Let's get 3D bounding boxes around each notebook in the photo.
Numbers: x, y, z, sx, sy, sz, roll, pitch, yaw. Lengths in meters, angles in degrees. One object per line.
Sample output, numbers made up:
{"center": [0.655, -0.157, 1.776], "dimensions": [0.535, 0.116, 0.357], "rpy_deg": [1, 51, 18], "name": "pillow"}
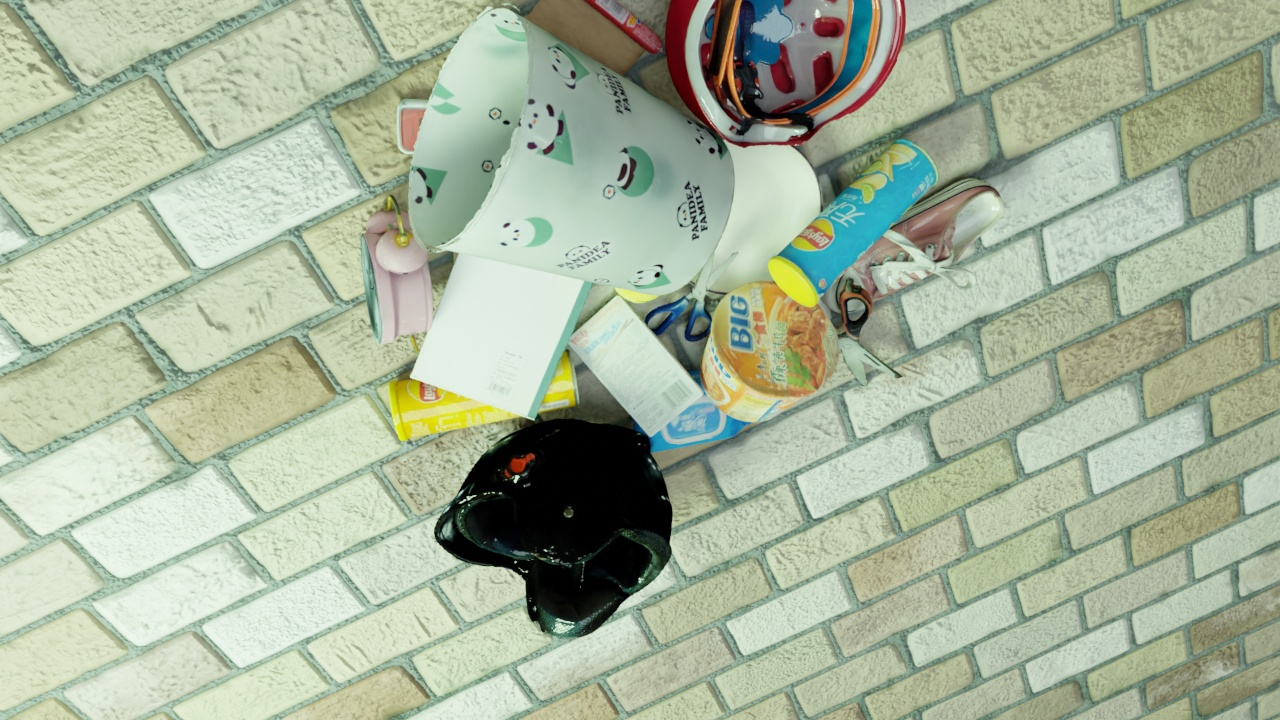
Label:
{"center": [-0.147, -0.050, 1.014], "dimensions": [0.150, 0.012, 0.209], "rpy_deg": [21, 100, -17], "name": "notebook"}

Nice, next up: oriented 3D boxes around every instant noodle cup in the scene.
{"center": [0.142, -0.002, 1.078], "dimensions": [0.151, 0.151, 0.112], "rpy_deg": [0, 155, -13], "name": "instant noodle cup"}

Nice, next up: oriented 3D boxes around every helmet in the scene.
{"center": [0.127, -0.328, 0.912], "dimensions": [0.239, 0.144, 0.207], "rpy_deg": [-13, 120, -24], "name": "helmet"}
{"center": [-0.094, 0.180, 1.086], "dimensions": [0.275, 0.229, 0.234], "rpy_deg": [9, 141, 5], "name": "helmet"}

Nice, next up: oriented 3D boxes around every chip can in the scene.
{"center": [-0.181, 0.040, 1.074], "dimensions": [0.213, 0.072, 0.072], "rpy_deg": [-10, 120, -7], "name": "chip can"}
{"center": [0.241, -0.156, 1.033], "dimensions": [0.210, 0.071, 0.071], "rpy_deg": [-44, 120, -10], "name": "chip can"}

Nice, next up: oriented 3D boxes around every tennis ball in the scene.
{"center": [-0.001, -0.098, 1.047], "dimensions": [0.065, 0.065, 0.066], "rpy_deg": [-6, 119, -11], "name": "tennis ball"}

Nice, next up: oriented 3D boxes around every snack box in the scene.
{"center": [-0.006, 0.006, 1.091], "dimensions": [0.085, 0.027, 0.157], "rpy_deg": [-40, 95, 9], "name": "snack box"}

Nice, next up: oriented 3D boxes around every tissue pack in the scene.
{"center": [0.065, 0.061, 1.156], "dimensions": [0.157, 0.052, 0.095], "rpy_deg": [-11, 120, -7], "name": "tissue pack"}

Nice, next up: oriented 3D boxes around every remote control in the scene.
{"center": [-0.183, -0.240, 0.952], "dimensions": [0.136, 0.020, 0.056], "rpy_deg": [0, 117, -13], "name": "remote control"}

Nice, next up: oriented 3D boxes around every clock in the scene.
{"center": [-0.256, -0.095, 0.961], "dimensions": [0.059, 0.117, 0.159], "rpy_deg": [-10, 123, -20], "name": "clock"}

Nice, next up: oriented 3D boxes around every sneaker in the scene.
{"center": [0.327, -0.127, 1.093], "dimensions": [0.241, 0.087, 0.118], "rpy_deg": [-31, 120, 10], "name": "sneaker"}

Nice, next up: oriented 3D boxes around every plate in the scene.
{"center": [0.112, -0.170, 1.050], "dimensions": [0.192, 0.039, 0.193], "rpy_deg": [-6, 119, -11], "name": "plate"}

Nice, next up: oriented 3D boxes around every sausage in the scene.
{"center": [-0.035, -0.352, 0.907], "dimensions": [0.156, 0.020, 0.020], "rpy_deg": [33, 106, -22], "name": "sausage"}

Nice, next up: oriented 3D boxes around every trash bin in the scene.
{"center": [-0.062, -0.180, 0.889], "dimensions": [0.251, 0.229, 0.230], "rpy_deg": [15, 114, -35], "name": "trash bin"}

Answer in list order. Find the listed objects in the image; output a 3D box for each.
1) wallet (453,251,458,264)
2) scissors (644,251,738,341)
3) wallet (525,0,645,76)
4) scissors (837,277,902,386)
{"center": [-0.149, -0.144, 1.012], "dimensions": [0.115, 0.024, 0.087], "rpy_deg": [-1, 123, -11], "name": "wallet"}
{"center": [0.055, -0.074, 1.064], "dimensions": [0.144, 0.012, 0.170], "rpy_deg": [-10, 145, 9], "name": "scissors"}
{"center": [-0.064, -0.322, 0.937], "dimensions": [0.115, 0.020, 0.101], "rpy_deg": [38, 103, -26], "name": "wallet"}
{"center": [0.250, -0.035, 1.142], "dimensions": [0.189, 0.015, 0.224], "rpy_deg": [12, 147, 5], "name": "scissors"}
